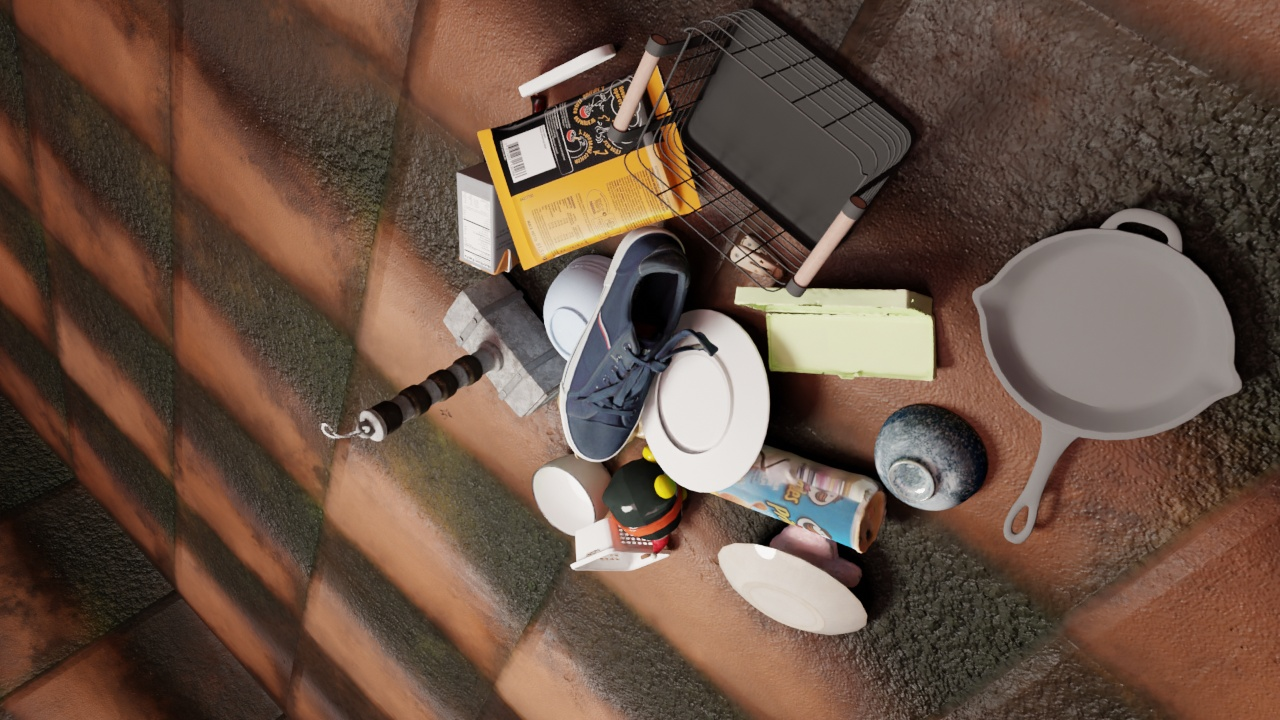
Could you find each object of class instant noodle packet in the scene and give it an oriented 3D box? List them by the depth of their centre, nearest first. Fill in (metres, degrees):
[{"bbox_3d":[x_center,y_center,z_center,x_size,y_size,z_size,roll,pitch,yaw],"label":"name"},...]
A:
[{"bbox_3d":[-0.059,-0.206,0.997,0.221,0.032,0.160,-16,97,21],"label":"instant noodle packet"}]

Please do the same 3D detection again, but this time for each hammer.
[{"bbox_3d":[-0.237,0.027,1.127,0.177,0.325,0.080,51,136,4],"label":"hammer"}]

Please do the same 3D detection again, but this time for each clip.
[{"bbox_3d":[0.121,-0.104,0.955,0.061,0.041,0.024,41,136,21],"label":"clip"}]

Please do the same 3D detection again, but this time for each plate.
[{"bbox_3d":[0.063,0.046,1.045,0.209,0.015,0.208,0,90,49],"label":"plate"},{"bbox_3d":[0.175,0.282,1.094,0.189,0.027,0.189,23,150,14],"label":"plate"}]

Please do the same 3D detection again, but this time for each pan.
[{"bbox_3d":[0.389,0.029,0.818,0.217,0.024,0.355,25,128,27],"label":"pan"}]

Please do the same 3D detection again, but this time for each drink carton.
[{"bbox_3d":[-0.194,-0.179,1.167,0.076,0.048,0.125,25,128,27],"label":"drink carton"}]

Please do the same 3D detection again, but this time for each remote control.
[{"bbox_3d":[-0.081,-0.314,0.997,0.137,0.043,0.013,-9,108,43],"label":"remote control"}]

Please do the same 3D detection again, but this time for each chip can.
[{"bbox_3d":[0.159,0.141,1.043,0.230,0.079,0.080,17,124,33],"label":"chip can"}]

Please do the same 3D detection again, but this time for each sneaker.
[{"bbox_3d":[-0.006,0.006,1.025,0.127,0.120,0.295,-115,40,-57],"label":"sneaker"}]

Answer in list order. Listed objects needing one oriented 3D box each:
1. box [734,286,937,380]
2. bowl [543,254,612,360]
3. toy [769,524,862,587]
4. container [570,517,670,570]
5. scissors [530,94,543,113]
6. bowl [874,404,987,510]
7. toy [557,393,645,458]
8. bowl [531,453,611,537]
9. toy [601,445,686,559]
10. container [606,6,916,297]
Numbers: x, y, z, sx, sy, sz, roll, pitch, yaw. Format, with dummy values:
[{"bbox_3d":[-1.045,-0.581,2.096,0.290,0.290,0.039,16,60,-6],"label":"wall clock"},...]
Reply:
[{"bbox_3d":[0.199,-0.039,0.924,0.188,0.064,0.130,3,137,40],"label":"box"},{"bbox_3d":[-0.064,-0.046,1.118,0.151,0.074,0.151,20,126,31],"label":"bowl"},{"bbox_3d":[0.205,0.234,1.077,0.105,0.053,0.109,41,139,0],"label":"toy"},{"bbox_3d":[-0.029,0.246,1.229,0.081,0.129,0.049,-29,62,32],"label":"container"},{"bbox_3d":[-0.087,-0.212,1.082,0.179,0.015,0.199,13,123,35],"label":"scissors"},{"bbox_3d":[0.285,0.109,0.929,0.114,0.060,0.114,21,128,30],"label":"bowl"},{"bbox_3d":[-0.047,0.070,1.158,0.134,0.108,0.105,-8,82,42],"label":"toy"},{"bbox_3d":[-0.088,0.181,1.278,0.116,0.065,0.116,20,126,30],"label":"bowl"},{"bbox_3d":[0.011,0.185,1.182,0.119,0.100,0.097,59,-174,-38],"label":"toy"},{"bbox_3d":[0.110,-0.193,0.846,0.241,0.130,0.163,43,134,12],"label":"container"}]
